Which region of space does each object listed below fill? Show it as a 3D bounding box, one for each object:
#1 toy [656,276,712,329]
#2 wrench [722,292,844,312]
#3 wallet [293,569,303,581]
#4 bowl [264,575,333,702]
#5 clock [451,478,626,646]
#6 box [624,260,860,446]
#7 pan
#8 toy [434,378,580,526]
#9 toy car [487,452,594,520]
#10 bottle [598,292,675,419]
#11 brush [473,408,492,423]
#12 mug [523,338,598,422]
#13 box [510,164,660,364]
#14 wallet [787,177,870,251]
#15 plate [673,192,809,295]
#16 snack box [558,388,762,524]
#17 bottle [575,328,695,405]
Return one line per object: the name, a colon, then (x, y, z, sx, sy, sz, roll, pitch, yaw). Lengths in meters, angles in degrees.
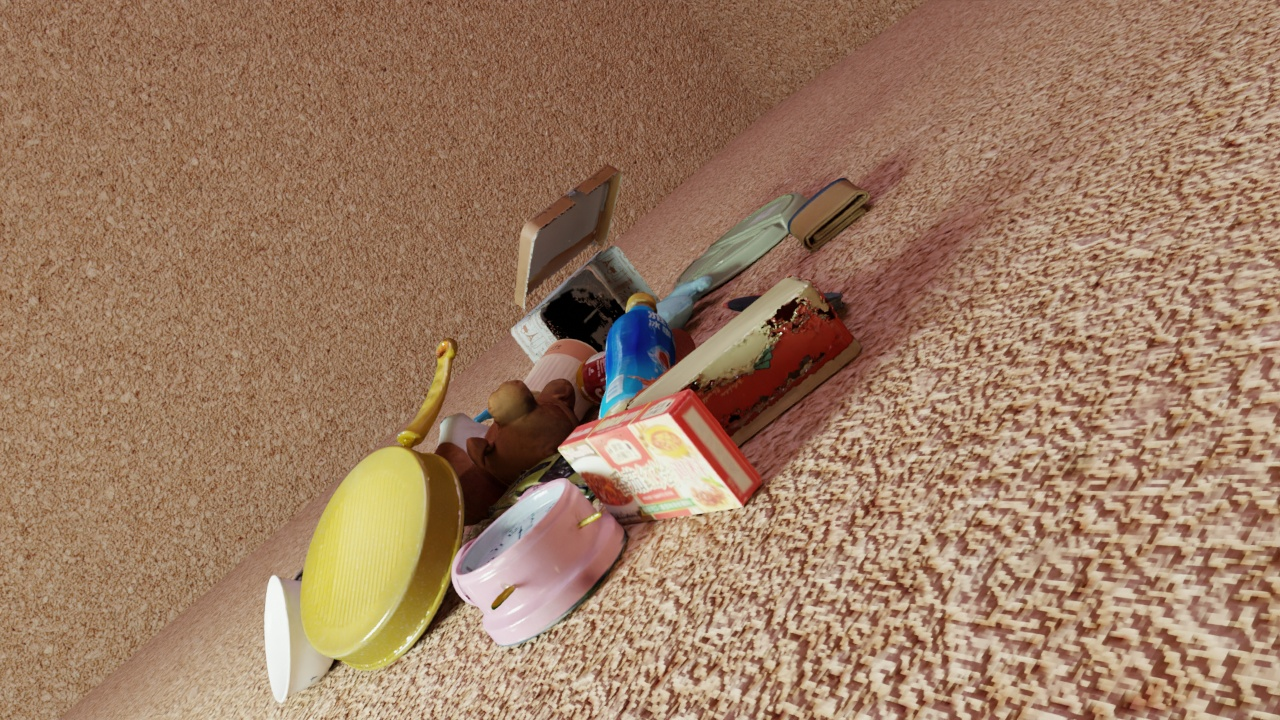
toy: (0.024, -0.046, 1.101, 0.161, 0.050, 0.156, -40, 4, 7)
wrench: (0.124, -0.052, 0.841, 0.056, 0.016, 0.273, -9, 5, -7)
wallet: (-0.334, 0.239, 0.998, 0.129, 0.037, 0.107, -23, -31, -58)
bowl: (-0.321, 0.265, 0.891, 0.064, 0.118, 0.119, 1, -13, -32)
clock: (-0.079, 0.137, 0.654, 0.117, 0.060, 0.159, -42, 9, -18)
box: (0.065, 0.007, 0.666, 0.168, 0.076, 0.091, -39, 10, 4)
pan: (-0.224, 0.112, 0.873, 0.198, 0.078, 0.356, -28, 49, 33)
toy: (-0.155, 0.097, 0.936, 0.200, 0.130, 0.140, -45, -21, 22)
toy car: (-0.075, 0.110, 0.815, 0.159, 0.042, 0.070, -26, 17, 41)
bottle: (-0.001, 0.002, 0.820, 0.065, 0.065, 0.218, -35, 24, 19)
brush: (-0.159, 0.067, 1.115, 0.083, 0.046, 0.254, -31, -7, 4)
mug: (-0.100, 0.048, 1.072, 0.105, 0.081, 0.115, -59, -6, -52)
box: (-0.075, -0.095, 1.160, 0.134, 0.271, 0.178, 11, 41, 36)
wallet: (0.209, -0.164, 1.024, 0.090, 0.033, 0.115, -40, 11, 11)
plate: (0.135, -0.158, 1.262, 0.230, 0.027, 0.230, -37, 11, 8)
snack box: (0.007, 0.068, 0.606, 0.025, 0.075, 0.153, -45, 12, -32)
bottle: (-0.006, 0.006, 0.963, 0.057, 0.057, 0.175, -45, 12, -31)
